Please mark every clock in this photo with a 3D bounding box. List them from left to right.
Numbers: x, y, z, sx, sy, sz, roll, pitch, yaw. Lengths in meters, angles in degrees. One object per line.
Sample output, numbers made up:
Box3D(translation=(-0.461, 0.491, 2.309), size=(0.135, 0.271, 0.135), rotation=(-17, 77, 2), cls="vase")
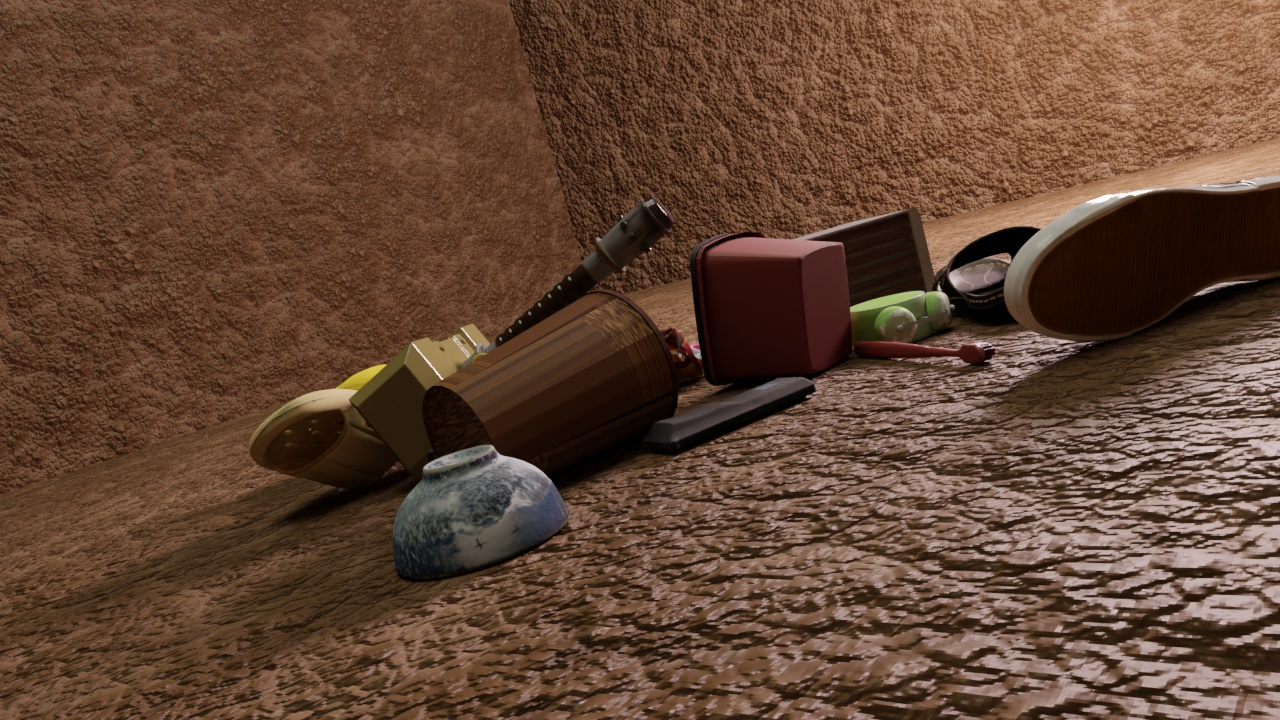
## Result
Box3D(translation=(0.249, -0.039, 0.901), size=(0.094, 0.042, 0.119), rotation=(-21, 9, -31), cls="clock")

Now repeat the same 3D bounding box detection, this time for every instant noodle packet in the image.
Box3D(translation=(-0.006, 0.006, 1.003), size=(0.135, 0.039, 0.098), rotation=(-15, -25, 14), cls="instant noodle packet")

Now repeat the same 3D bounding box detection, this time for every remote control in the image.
Box3D(translation=(0.072, 0.040, 0.742), size=(0.150, 0.022, 0.047), rotation=(-19, 7, -30), cls="remote control")

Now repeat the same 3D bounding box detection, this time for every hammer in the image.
Box3D(translation=(-0.100, -0.038, 0.876), size=(0.325, 0.100, 0.190), rotation=(-40, 0, 14), cls="hammer")

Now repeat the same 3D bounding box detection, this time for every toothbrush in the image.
Box3D(translation=(0.239, -0.009, 0.792), size=(0.016, 0.016, 0.190), rotation=(-13, 5, -16), cls="toothbrush")

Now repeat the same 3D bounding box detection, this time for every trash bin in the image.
Box3D(translation=(0.225, -0.097, 1.120), size=(0.228, 0.114, 0.115), rotation=(-18, 7, -19), cls="trash bin")

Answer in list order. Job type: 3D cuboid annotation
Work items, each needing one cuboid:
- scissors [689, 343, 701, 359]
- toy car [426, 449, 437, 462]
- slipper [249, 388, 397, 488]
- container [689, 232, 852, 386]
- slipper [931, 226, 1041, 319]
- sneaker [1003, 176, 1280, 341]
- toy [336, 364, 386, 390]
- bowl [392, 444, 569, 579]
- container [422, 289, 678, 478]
Box3D(translation=(0.062, -0.002, 1.158), size=(0.103, 0.016, 0.179), rotation=(-13, 9, -10), cls="scissors")
Box3D(translation=(-0.140, 0.082, 0.795), size=(0.092, 0.040, 0.037), rotation=(-17, 4, -36), cls="toy car")
Box3D(translation=(-0.286, 0.091, 0.932), size=(0.111, 0.079, 0.261), rotation=(-36, -13, 10), cls="slipper")
Box3D(translation=(0.101, -0.054, 0.918), size=(0.201, 0.148, 0.126), rotation=(3, 17, 42), cls="container")
Box3D(translation=(0.363, -0.094, 0.948), size=(0.113, 0.076, 0.267), rotation=(-14, 7, 12), cls="slipper")
Box3D(translation=(0.381, -0.085, 0.723), size=(0.294, 0.121, 0.127), rotation=(-15, 19, -22), cls="sneaker")
Box3D(translation=(-0.278, 0.039, 1.091), size=(0.194, 0.087, 0.134), rotation=(-19, -36, 27), cls="toy")
Box3D(translation=(-0.108, 0.089, 0.590), size=(0.114, 0.061, 0.114), rotation=(-14, 7, 2), cls="bowl")
Box3D(translation=(-0.075, 0.033, 0.733), size=(0.166, 0.132, 0.132), rotation=(-28, 13, -37), cls="container")
